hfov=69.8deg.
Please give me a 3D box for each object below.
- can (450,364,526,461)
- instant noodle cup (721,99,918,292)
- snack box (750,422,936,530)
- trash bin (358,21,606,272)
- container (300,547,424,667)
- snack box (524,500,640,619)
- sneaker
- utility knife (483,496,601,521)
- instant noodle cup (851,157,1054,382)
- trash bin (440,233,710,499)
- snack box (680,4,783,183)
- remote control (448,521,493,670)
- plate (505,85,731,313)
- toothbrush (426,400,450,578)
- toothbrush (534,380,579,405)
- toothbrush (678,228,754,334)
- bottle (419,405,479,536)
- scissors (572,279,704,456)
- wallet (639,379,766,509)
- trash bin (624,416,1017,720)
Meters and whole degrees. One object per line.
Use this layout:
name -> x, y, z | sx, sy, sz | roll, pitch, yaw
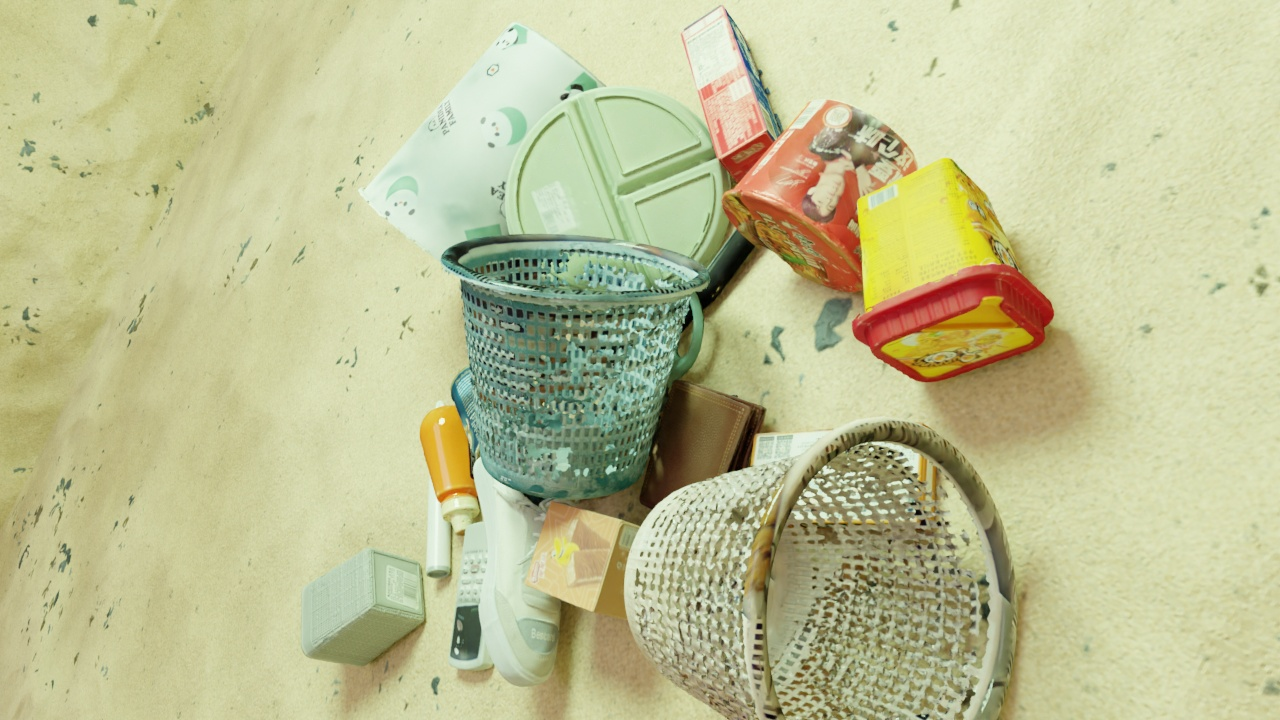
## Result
can -> -0.157, 0.061, 0.996 | 0.075, 0.075, 0.111 | -48, 44, 16
instant noodle cup -> 0.152, -0.138, 0.750 | 0.138, 0.138, 0.108 | 29, 83, 49
snack box -> 0.151, 0.091, 0.708 | 0.154, 0.026, 0.075 | -9, 65, 43
trash bin -> -0.146, -0.219, 1.036 | 0.252, 0.229, 0.229 | -52, 42, 3
container -> -0.309, 0.275, 1.032 | 0.114, 0.090, 0.090 | -36, 48, 23
snack box -> -0.028, 0.176, 0.794 | 0.094, 0.092, 0.077 | 5, 74, 46
sneaker -> -0.098, 0.178, 0.865 | 0.091, 0.089, 0.241 | -31, 53, 27
utility knife -> -0.094, 0.143, 0.936 | 0.231, 0.015, 0.033 | -26, 51, 35
instant noodle cup -> 0.213, -0.065, 0.653 | 0.116, 0.116, 0.123 | -25, 57, 35
trash bin -> -0.062, 0.005, 0.806 | 0.227, 0.226, 0.195 | 28, 119, 49
snack box -> 0.093, -0.269, 0.922 | 0.058, 0.057, 0.207 | -28, 51, 22
remote control -> -0.168, 0.242, 0.950 | 0.058, 0.021, 0.149 | -14, 63, 41
plate -> -0.025, -0.162, 0.908 | 0.230, 0.027, 0.230 | 0, 87, 7
toothbrush -> -0.234, 0.144, 1.068 | 0.026, 0.026, 0.220 | 107, 160, -55
toothbrush -> -0.100, 0.023, 0.986 | 0.017, 0.014, 0.189 | -57, 31, -7
toothbrush -> 0.064, -0.070, 0.880 | 0.213, 0.026, 0.027 | -53, 35, 17
bottle -> -0.209, 0.126, 1.031 | 0.067, 0.066, 0.149 | -33, 57, 29
scissors -> -0.002, 0.001, 0.894 | 0.170, 0.019, 0.175 | 11, 90, 41
wallet -> 0.050, 0.084, 0.803 | 0.101, 0.032, 0.124 | 20, 93, 49
trash bin -> 0.099, 0.156, 0.607 | 0.193, 0.227, 0.227 | -11, 61, 56
